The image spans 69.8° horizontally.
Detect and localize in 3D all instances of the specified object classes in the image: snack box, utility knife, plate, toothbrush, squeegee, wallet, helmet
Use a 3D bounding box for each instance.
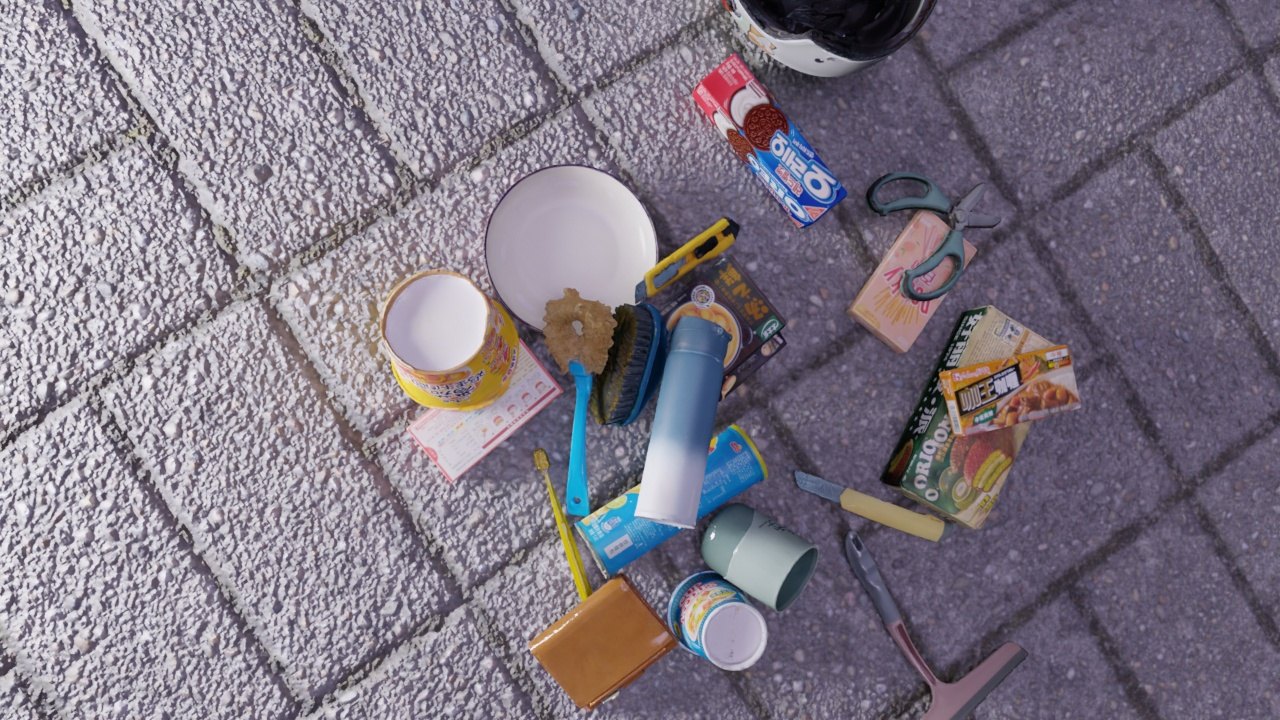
[{"bbox_3d":[0.148,-0.248,1.050,0.058,0.057,0.207,-41,95,-6],"label":"snack box"},{"bbox_3d":[0.418,0.034,1.037,0.153,0.026,0.075,-12,89,-11],"label":"snack box"},{"bbox_3d":[0.053,-0.112,1.024,0.170,0.015,0.033,-37,113,-26],"label":"utility knife"},{"bbox_3d":[-0.077,-0.118,1.014,0.192,0.039,0.192,0,88,-10],"label":"plate"},{"bbox_3d":[0.390,0.066,1.078,0.114,0.063,0.240,29,83,-8],"label":"snack box"},{"bbox_3d":[0.094,-0.036,1.040,0.113,0.053,0.125,-40,90,-9],"label":"snack box"},{"bbox_3d":[-0.083,0.187,1.012,0.015,0.016,0.190,-18,91,-9],"label":"toothbrush"},{"bbox_3d":[0.322,-0.095,1.090,0.084,0.026,0.157,37,82,-6],"label":"snack box"},{"bbox_3d":[0.274,0.172,1.075,0.212,0.022,0.031,21,83,-15],"label":"utility knife"},{"bbox_3d":[0.301,0.307,1.065,0.247,0.040,0.249,-30,88,-26],"label":"squeegee"},{"bbox_3d":[-0.039,0.309,0.998,0.132,0.031,0.108,-39,97,5],"label":"wallet"},{"bbox_3d":[0.189,-0.429,1.015,0.230,0.157,0.274,-44,85,-7],"label":"helmet"},{"bbox_3d":[-0.168,0.054,0.997,0.155,0.027,0.077,-39,94,-9],"label":"snack box"}]

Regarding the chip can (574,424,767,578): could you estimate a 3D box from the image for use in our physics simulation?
[{"bbox_3d":[0.034,0.153,1.008,0.210,0.071,0.071,-31,93,-9],"label":"chip can"}]

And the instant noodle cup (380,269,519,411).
[{"bbox_3d":[-0.198,-0.025,0.938,0.138,0.110,0.138,0,75,-1],"label":"instant noodle cup"}]

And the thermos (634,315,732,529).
[{"bbox_3d":[0.045,0.062,0.958,0.070,0.070,0.220,13,77,-9],"label":"thermos"}]

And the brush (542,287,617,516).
[{"bbox_3d":[-0.066,0.049,0.981,0.083,0.045,0.255,5,105,15],"label":"brush"}]

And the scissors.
[{"bbox_3d":[0.332,-0.164,1.072,0.181,0.019,0.170,40,83,-5],"label":"scissors"}]

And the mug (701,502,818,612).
[{"bbox_3d":[0.134,0.212,1.009,0.106,0.111,0.082,28,98,32],"label":"mug"}]

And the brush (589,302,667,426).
[{"bbox_3d":[-0.006,0.006,1.001,0.073,0.055,0.144,1,114,-38],"label":"brush"}]

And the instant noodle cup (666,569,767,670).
[{"bbox_3d":[0.089,0.285,0.992,0.099,0.110,0.099,1,87,-11],"label":"instant noodle cup"}]
